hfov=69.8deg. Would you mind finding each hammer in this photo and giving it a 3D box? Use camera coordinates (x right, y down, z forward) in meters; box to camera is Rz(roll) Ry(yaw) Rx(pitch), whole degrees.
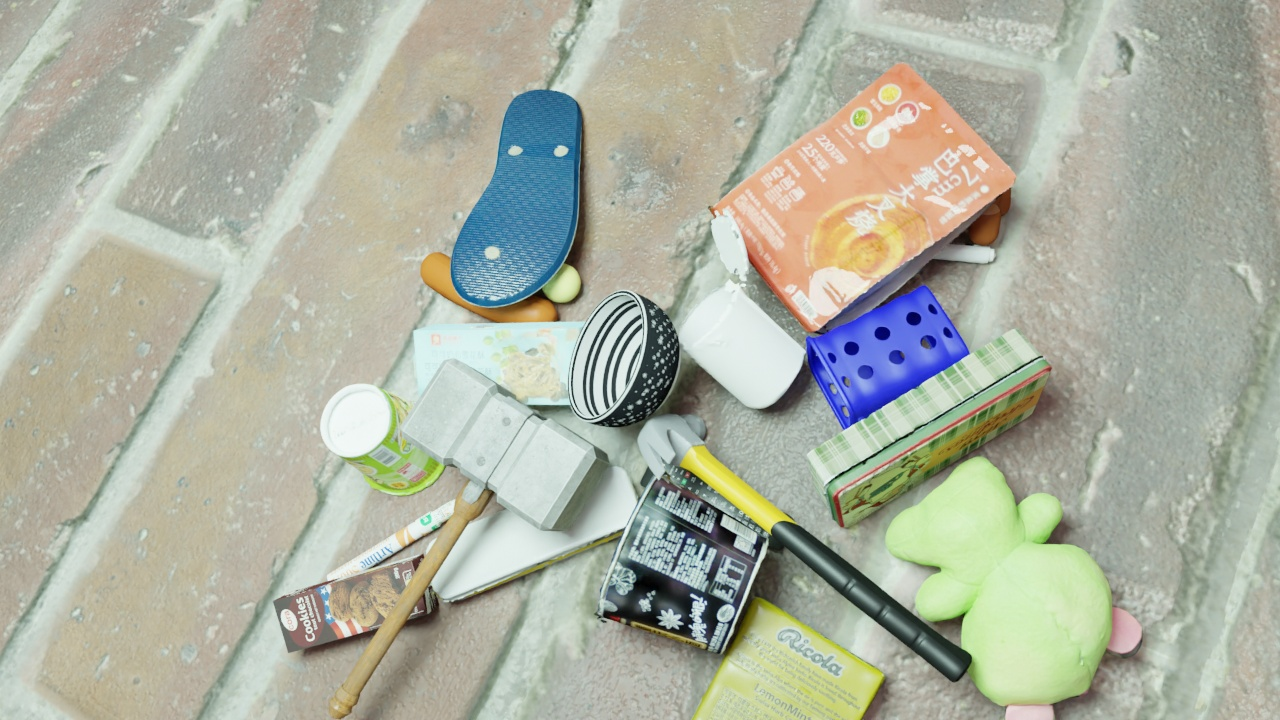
[{"bbox_3d":[-0.181,0.175,0.806,0.163,0.083,0.317,31,86,13],"label":"hammer"},{"bbox_3d":[0.125,0.144,0.752,0.324,0.127,0.029,37,106,25],"label":"hammer"}]

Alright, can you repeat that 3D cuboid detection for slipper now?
[{"bbox_3d":[-0.116,-0.167,0.963,0.118,0.060,0.294,3,59,8],"label":"slipper"}]

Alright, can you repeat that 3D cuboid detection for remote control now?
[{"bbox_3d":[0.068,0.128,0.838,0.147,0.015,0.033,23,78,19],"label":"remote control"}]

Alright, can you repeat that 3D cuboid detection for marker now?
[{"bbox_3d":[0.267,-0.106,0.873,0.134,0.017,0.020,8,35,15],"label":"marker"},{"bbox_3d":[-0.238,0.177,0.891,0.145,0.017,0.017,-31,67,1],"label":"marker"}]

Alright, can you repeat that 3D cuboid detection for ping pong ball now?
[{"bbox_3d":[-0.081,-0.079,0.931,0.040,0.040,0.040,-4,70,11],"label":"ping pong ball"}]

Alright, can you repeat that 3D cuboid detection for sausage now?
[{"bbox_3d":[-0.160,-0.068,0.945,0.164,0.039,0.044,24,59,19],"label":"sausage"}]

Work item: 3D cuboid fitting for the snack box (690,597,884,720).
[{"bbox_3d":[0.105,0.304,0.755,0.121,0.045,0.180,27,82,18],"label":"snack box"}]

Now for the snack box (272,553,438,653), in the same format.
[{"bbox_3d":[-0.267,0.228,0.863,0.141,0.031,0.051,-17,89,7],"label":"snack box"}]

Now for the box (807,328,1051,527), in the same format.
[{"bbox_3d":[0.239,0.061,0.770,0.205,0.118,0.051,-31,65,-1],"label":"box"}]

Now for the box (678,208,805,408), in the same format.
[{"bbox_3d":[0.088,-0.045,0.821,0.156,0.084,0.126,38,97,-20],"label":"box"}]

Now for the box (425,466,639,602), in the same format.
[{"bbox_3d":[-0.099,0.162,0.854,0.210,0.037,0.064,-23,66,5],"label":"box"}]

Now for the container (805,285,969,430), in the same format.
[{"bbox_3d":[0.218,0.001,0.812,0.113,0.084,0.085,-26,66,2],"label":"container"}]

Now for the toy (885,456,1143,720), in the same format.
[{"bbox_3d":[0.292,0.176,0.728,0.150,0.107,0.197,-38,59,-3],"label":"toy"}]

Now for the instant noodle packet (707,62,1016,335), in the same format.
[{"bbox_3d":[0.198,-0.147,0.834,0.221,0.084,0.164,-42,66,16],"label":"instant noodle packet"}]

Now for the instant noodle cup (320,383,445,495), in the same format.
[{"bbox_3d":[-0.248,0.071,0.881,0.099,0.108,0.098,-4,69,11],"label":"instant noodle cup"}]

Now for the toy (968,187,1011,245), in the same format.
[{"bbox_3d":[0.281,-0.157,0.870,0.128,0.065,0.094,15,47,29],"label":"toy"}]

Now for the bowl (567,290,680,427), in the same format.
[{"bbox_3d":[-0.005,0.005,0.811,0.120,0.066,0.120,-34,47,45],"label":"bowl"}]

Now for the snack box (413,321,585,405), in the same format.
[{"bbox_3d":[-0.132,0.002,0.895,0.175,0.053,0.075,0,99,12],"label":"snack box"}]

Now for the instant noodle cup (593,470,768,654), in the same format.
[{"bbox_3d":[0.039,0.176,0.770,0.112,0.137,0.137,23,77,11],"label":"instant noodle cup"}]
